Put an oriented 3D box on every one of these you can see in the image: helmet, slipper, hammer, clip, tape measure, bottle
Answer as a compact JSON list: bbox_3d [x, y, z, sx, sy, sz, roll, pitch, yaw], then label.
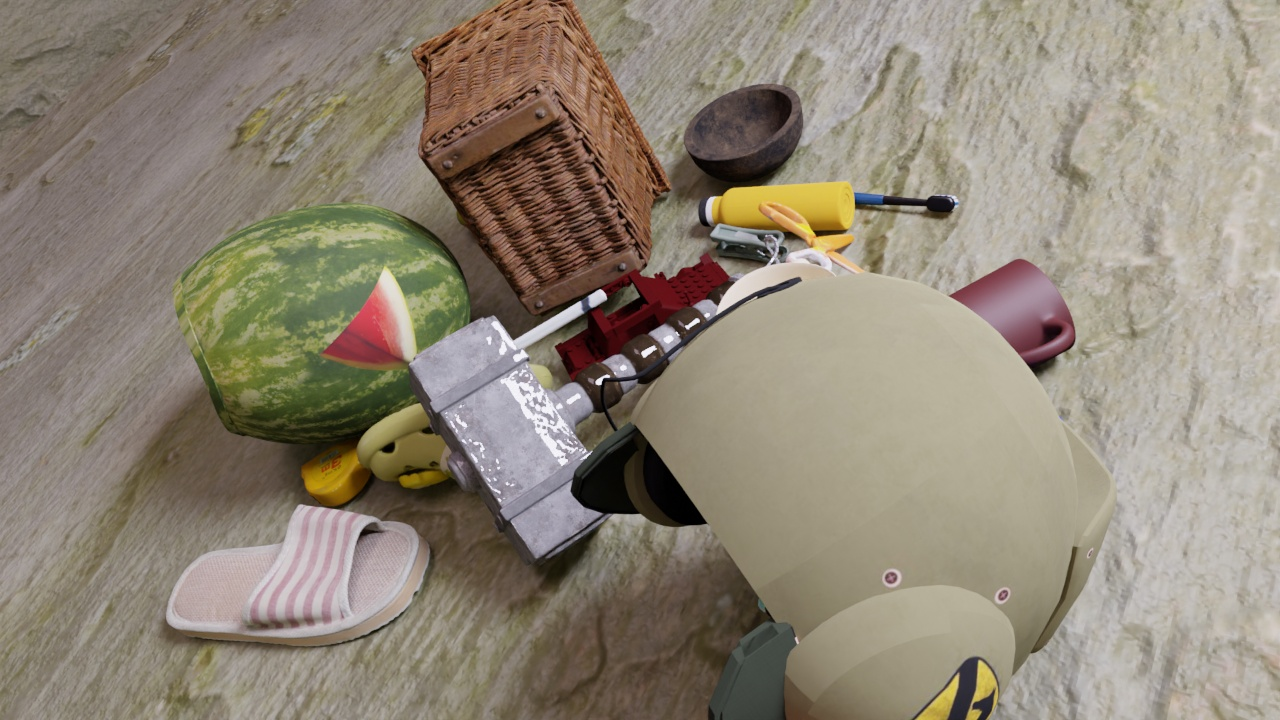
[{"bbox_3d":[-0.278,-0.037,0.850,0.246,0.213,0.243,-20,17,-17],"label":"helmet"},{"bbox_3d":[-0.302,0.181,0.780,0.263,0.052,0.114,-11,47,21],"label":"slipper"},{"bbox_3d":[-0.005,0.004,0.724,0.325,0.080,0.177,-32,83,-19],"label":"hammer"},{"bbox_3d":[0.102,-0.108,0.850,0.076,0.044,0.023,13,59,37],"label":"clip"},{"bbox_3d":[-0.279,0.106,0.854,0.068,0.030,0.059,-33,42,0],"label":"tape measure"},{"bbox_3d":[0.111,0.081,0.476,0.233,0.256,0.250,-34,39,-4],"label":"helmet"},{"bbox_3d":[0.124,-0.142,0.857,0.144,0.043,0.043,3,51,31],"label":"bottle"},{"bbox_3d":[-0.153,0.067,0.796,0.191,0.091,0.081,-26,80,17],"label":"slipper"}]

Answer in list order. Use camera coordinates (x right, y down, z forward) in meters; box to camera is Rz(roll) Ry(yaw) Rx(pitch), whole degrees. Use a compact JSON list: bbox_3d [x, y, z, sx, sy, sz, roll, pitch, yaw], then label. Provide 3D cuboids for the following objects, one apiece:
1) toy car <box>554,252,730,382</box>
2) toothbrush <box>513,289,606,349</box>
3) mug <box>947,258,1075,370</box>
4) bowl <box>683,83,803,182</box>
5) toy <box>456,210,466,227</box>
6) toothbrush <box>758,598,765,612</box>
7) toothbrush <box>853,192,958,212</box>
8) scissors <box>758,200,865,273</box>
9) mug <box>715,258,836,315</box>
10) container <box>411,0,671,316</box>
[{"bbox_3d":[0.004,-0.039,0.811,0.170,0.062,0.070,-31,42,-1],"label":"toy car"},{"bbox_3d":[-0.110,-0.011,0.803,0.187,0.017,0.012,-30,75,8],"label":"toothbrush"},{"bbox_3d":[0.249,-0.016,0.633,0.082,0.073,0.105,-29,17,1],"label":"mug"},{"bbox_3d":[0.110,-0.221,0.931,0.121,0.056,0.121,-16,44,16],"label":"bowl"},{"bbox_3d":[-0.163,-0.178,1.048,0.110,0.051,0.089,7,51,38],"label":"toy"},{"bbox_3d":[0.093,0.106,0.656,0.022,0.015,0.154,-41,31,40],"label":"toothbrush"},{"bbox_3d":[0.206,-0.147,0.837,0.168,0.014,0.014,13,23,40],"label":"toothbrush"},{"bbox_3d":[0.149,-0.095,0.771,0.125,0.011,0.130,33,34,7],"label":"scissors"},{"bbox_3d":[0.118,-0.015,0.696,0.096,0.100,0.119,2,49,28],"label":"mug"},{"bbox_3d":[-0.087,-0.179,0.847,0.162,0.250,0.182,-22,38,14],"label":"container"}]
